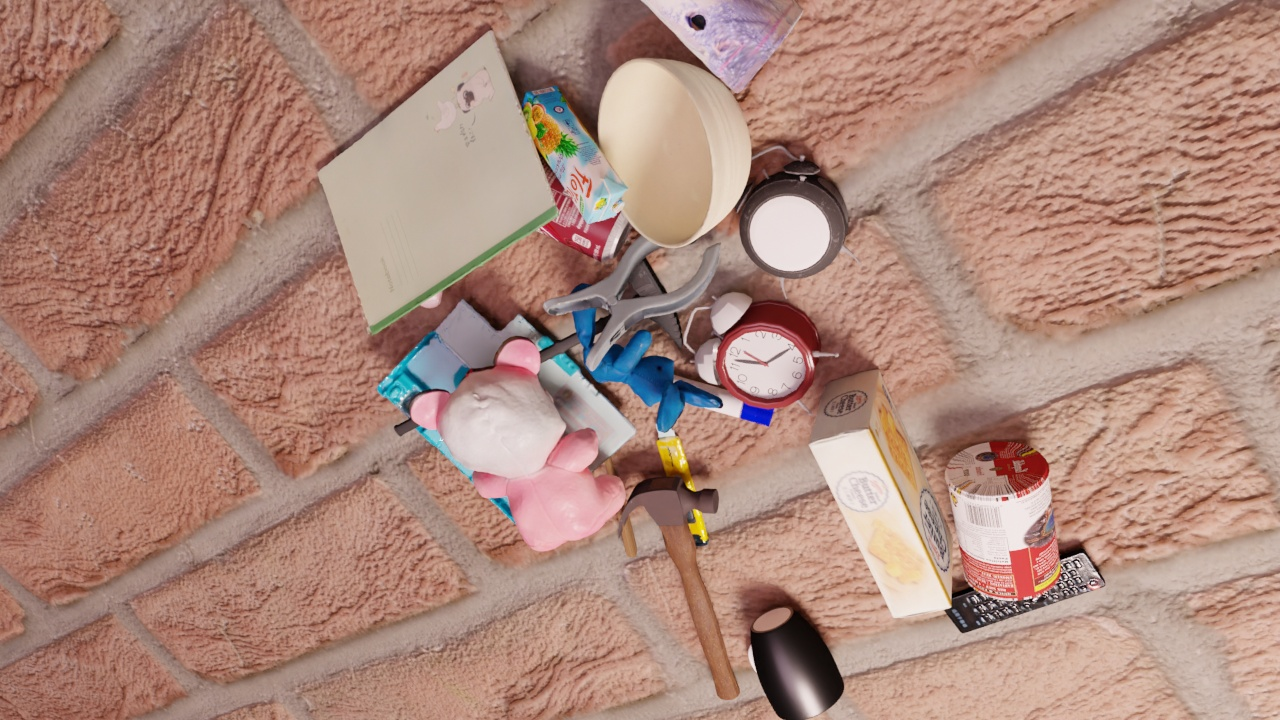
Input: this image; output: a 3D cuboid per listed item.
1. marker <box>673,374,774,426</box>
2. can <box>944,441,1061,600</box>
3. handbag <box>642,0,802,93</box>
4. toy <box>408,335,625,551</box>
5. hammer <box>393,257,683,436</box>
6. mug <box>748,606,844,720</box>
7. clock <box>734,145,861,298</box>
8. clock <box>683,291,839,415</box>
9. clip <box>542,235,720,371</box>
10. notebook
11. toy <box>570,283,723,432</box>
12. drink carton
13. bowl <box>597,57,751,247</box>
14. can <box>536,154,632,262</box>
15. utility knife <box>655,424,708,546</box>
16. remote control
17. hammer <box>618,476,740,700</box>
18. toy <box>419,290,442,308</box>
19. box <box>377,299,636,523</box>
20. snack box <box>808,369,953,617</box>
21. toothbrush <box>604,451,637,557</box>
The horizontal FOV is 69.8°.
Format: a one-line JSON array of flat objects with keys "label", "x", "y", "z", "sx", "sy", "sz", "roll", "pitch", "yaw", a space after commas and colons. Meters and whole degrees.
[{"label": "marker", "x": 0.066, "y": 0.034, "z": 0.905, "sx": 0.133, "sy": 0.023, "sz": 0.027, "roll": 16, "pitch": 126, "yaw": 11}, {"label": "can", "x": 0.331, "y": 0.145, "z": 0.836, "sx": 0.087, "sy": 0.086, "sz": 0.116, "roll": -7, "pitch": 116, "yaw": 23}, {"label": "handbag", "x": 0.036, "y": -0.275, "z": 0.676, "sx": 0.158, "sy": 0.126, "sz": 0.069, "roll": 41, "pitch": 126, "yaw": -8}, {"label": "toy", "x": -0.115, "y": 0.090, "z": 0.902, "sx": 0.142, "sy": 0.084, "sz": 0.213, "roll": -26, "pitch": 109, "yaw": 12}, {"label": "hammer", "x": -0.112, "y": 0.010, "z": 0.919, "sx": 0.325, "sy": 0.015, "sz": 0.095, "roll": -26, "pitch": 107, "yaw": 17}, {"label": "mug", "x": 0.156, "y": 0.329, "z": 1.018, "sx": 0.119, "sy": 0.084, "sz": 0.100, "roll": -16, "pitch": 101, "yaw": 59}, {"label": "clock", "x": 0.127, "y": -0.119, "z": 0.783, "sx": 0.091, "sy": 0.043, "sz": 0.123, "roll": -24, "pitch": 108, "yaw": 29}, {"label": "clock", "x": 0.107, "y": -0.008, "z": 0.851, "sx": 0.137, "sy": 0.048, "sz": 0.096, "roll": 21, "pitch": 123, "yaw": 6}, {"label": "clip", "x": 0.008, "y": -0.052, "z": 0.804, "sx": 0.163, "sy": 0.028, "sz": 0.107, "roll": -32, "pitch": 71, "yaw": -7}, {"label": "notebook", "x": -0.195, "y": -0.156, "z": 0.848, "sx": 0.253, "sy": 0.010, "sz": 0.182, "roll": -26, "pitch": 79, "yaw": 30}, {"label": "toy", "x": -0.005, "y": 0.005, "z": 0.842, "sx": 0.176, "sy": 0.112, "sz": 0.071, "roll": 41, "pitch": 101, "yaw": 1}, {"label": "drink carton", "x": -0.058, "y": -0.176, "z": 0.786, "sx": 0.129, "sy": 0.038, "sz": 0.044, "roll": 57, "pitch": 148, "yaw": 17}, {"label": "bowl", "x": 0.038, "y": -0.174, "z": 0.750, "sx": 0.151, "sy": 0.075, "sz": 0.151, "roll": 36, "pitch": 137, "yaw": 43}, {"label": "can", "x": -0.065, "y": -0.138, "z": 0.829, "sx": 0.114, "sy": 0.063, "sz": 0.063, "roll": 26, "pitch": 124, "yaw": 4}, {"label": "utility knife", "x": 0.042, "y": 0.135, "z": 0.979, "sx": 0.030, "sy": 0.017, "sz": 0.163, "roll": -10, "pitch": 112, "yaw": 13}, {"label": "remote control", "x": 0.375, "y": 0.226, "z": 0.908, "sx": 0.151, "sy": 0.022, "sz": 0.047, "roll": -30, "pitch": 105, "yaw": 29}, {"label": "hammer", "x": 0.061, "y": 0.262, "z": 1.024, "sx": 0.115, "sy": 0.033, "sz": 0.323, "roll": -5, "pitch": 121, "yaw": 22}, {"label": "toy", "x": -0.230, "y": -0.111, "z": 0.913, "sx": 0.099, "sy": 0.052, "sz": 0.096, "roll": 30, "pitch": 112, "yaw": 2}, {"label": "box", "x": -0.139, "y": 0.048, "z": 0.969, "sx": 0.227, "sy": 0.056, "sz": 0.185, "roll": 45, "pitch": 106, "yaw": -5}, {"label": "snack box", "x": 0.228, "y": 0.125, "z": 0.850, "sx": 0.058, "sy": 0.104, "sz": 0.208, "roll": -18, "pitch": 111, "yaw": 28}, {"label": "toothbrush", "x": -0.023, "y": 0.149, "z": 1.009, "sx": 0.016, "sy": 0.016, "sz": 0.167, "roll": -1, "pitch": 117, "yaw": 21}]
